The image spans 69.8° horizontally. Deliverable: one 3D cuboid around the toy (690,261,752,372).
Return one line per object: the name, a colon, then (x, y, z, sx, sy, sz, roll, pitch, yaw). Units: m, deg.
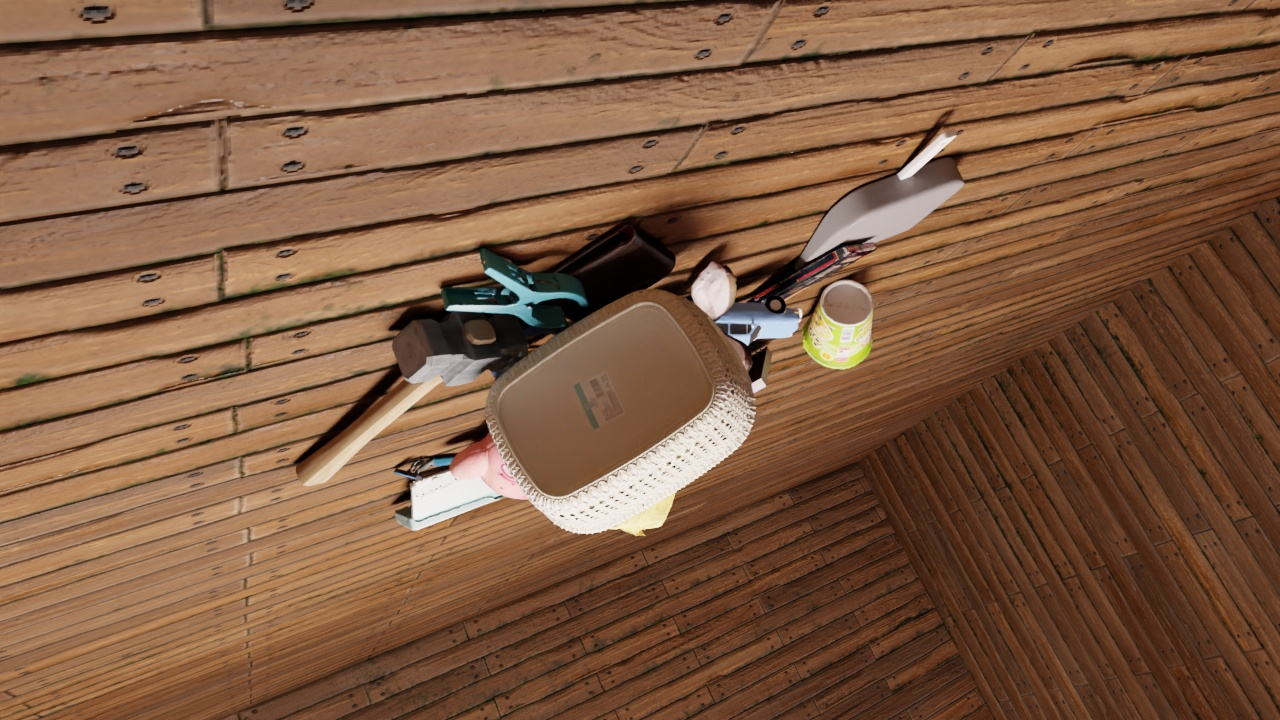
toy: (0.007, -0.018, 0.975, 0.205, 0.131, 0.105, -14, -177, -1)

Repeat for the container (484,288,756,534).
container: (-0.022, 0.043, 0.846, 0.246, 0.184, 0.143, -33, 168, 3)

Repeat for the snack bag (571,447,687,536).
snack bag: (0.006, 0.103, 1.151, 0.068, 0.247, 0.159, 16, 179, 32)

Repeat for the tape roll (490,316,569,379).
tape roll: (-0.110, -0.013, 0.909, 0.091, 0.016, 0.093, -43, 150, 23)

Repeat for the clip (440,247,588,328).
clip: (-0.090, -0.064, 0.763, 0.113, 0.028, 0.126, -30, 151, 28)

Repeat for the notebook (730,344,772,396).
notebook: (0.092, 0.056, 1.324, 0.209, 0.022, 0.171, -31, -172, 18)

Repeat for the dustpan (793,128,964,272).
dustpan: (0.274, -0.175, 0.988, 0.163, 0.033, 0.258, -21, 172, -14)

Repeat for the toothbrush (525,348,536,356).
toothbrush: (-0.108, -0.004, 0.968, 0.016, 0.021, 0.135, -34, 159, 35)

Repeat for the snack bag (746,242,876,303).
snack bag: (0.202, -0.099, 1.092, 0.074, 0.018, 0.156, -14, 169, -47)

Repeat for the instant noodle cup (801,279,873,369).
instant noodle cup: (0.277, -0.054, 1.258, 0.099, 0.099, 0.108, -23, 156, -7)

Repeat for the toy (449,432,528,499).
toy: (-0.141, 0.116, 1.143, 0.192, 0.096, 0.237, -1, 157, -7)

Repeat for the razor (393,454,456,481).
razor: (-0.249, 0.131, 1.181, 0.042, 0.022, 0.143, 9, -171, 33)

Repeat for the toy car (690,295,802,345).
toy car: (0.108, -0.041, 1.047, 0.153, 0.054, 0.056, 2, 161, -3)

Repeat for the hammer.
hammer: (-0.245, 0.048, 0.888, 0.324, 0.051, 0.117, -34, 164, 36)

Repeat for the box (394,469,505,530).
box: (-0.240, 0.173, 1.288, 0.197, 0.075, 0.126, -17, 142, -35)

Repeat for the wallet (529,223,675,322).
wallet: (-0.035, -0.076, 0.841, 0.120, 0.031, 0.099, -29, 160, 17)
